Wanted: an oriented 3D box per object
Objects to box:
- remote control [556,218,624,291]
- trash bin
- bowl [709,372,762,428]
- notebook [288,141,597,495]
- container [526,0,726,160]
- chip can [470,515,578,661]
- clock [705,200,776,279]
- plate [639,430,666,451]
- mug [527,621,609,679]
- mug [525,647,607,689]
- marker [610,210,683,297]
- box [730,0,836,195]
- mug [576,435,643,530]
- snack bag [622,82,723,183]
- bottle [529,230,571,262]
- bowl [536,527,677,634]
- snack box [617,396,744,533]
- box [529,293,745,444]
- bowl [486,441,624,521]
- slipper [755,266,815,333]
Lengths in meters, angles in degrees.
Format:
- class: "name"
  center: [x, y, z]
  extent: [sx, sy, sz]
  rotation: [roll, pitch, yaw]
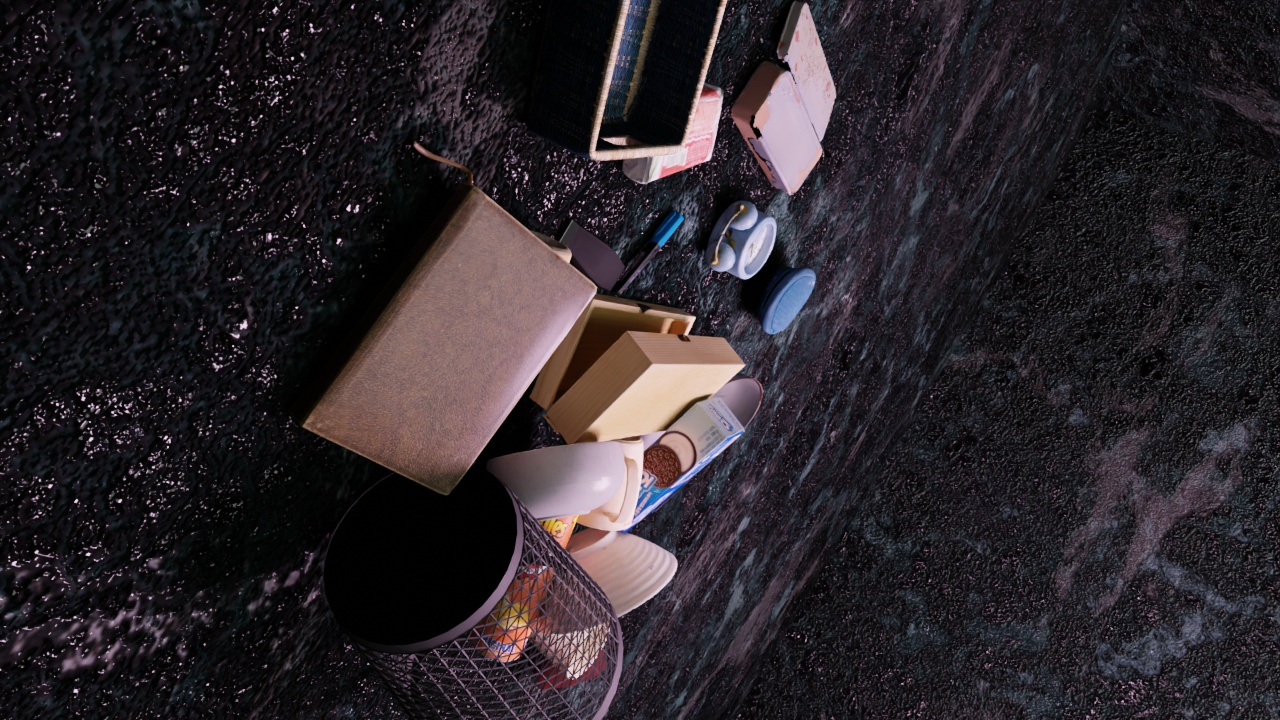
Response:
- class: "remote control"
  center: [-0.046, -0.100, 0.882]
  extent: [0.039, 0.010, 0.124]
  rotation: [-60, 155, -3]
- class: "trash bin"
  center: [-0.148, 0.221, 0.811]
  extent: [0.216, 0.217, 0.243]
  rotation: [-50, 146, -24]
- class: "bowl"
  center: [0.086, 0.063, 1.225]
  extent: [0.150, 0.056, 0.151]
  rotation: [-25, 145, -20]
- class: "notebook"
  center: [-0.153, -0.022, 0.683]
  extent: [0.215, 0.034, 0.190]
  rotation: [-53, 133, -3]
- class: "container"
  center: [-0.005, -0.260, 0.720]
  extent: [0.145, 0.071, 0.188]
  rotation: [-22, 135, -53]
- class: "chip can"
  center: [-0.125, 0.227, 1.013]
  extent: [0.062, 0.062, 0.210]
  rotation: [-4, 119, -61]
- class: "clock"
  center: [0.118, -0.145, 1.097]
  extent: [0.124, 0.052, 0.089]
  rotation: [6, 113, -63]
- class: "plate"
  center: [0.041, 0.126, 1.190]
  extent: [0.172, 0.019, 0.173]
  rotation: [-24, 146, -17]
- class: "mug"
  center: [-0.088, 0.313, 1.130]
  extent: [0.121, 0.097, 0.081]
  rotation: [-50, 153, -22]
- class: "mug"
  center: [-0.108, 0.397, 1.224]
  extent: [0.088, 0.087, 0.114]
  rotation: [-26, 169, -24]
- class: "marker"
  center: [0.007, -0.112, 0.959]
  extent: [0.122, 0.018, 0.015]
  rotation: [-53, 121, -23]
- class: "box"
  center: [0.178, -0.302, 1.076]
  extent: [0.154, 0.058, 0.216]
  rotation: [-59, 155, -1]
- class: "mug"
  center: [-0.033, 0.135, 1.043]
  extent: [0.085, 0.111, 0.104]
  rotation: [9, 100, -26]
- class: "snack bag"
  center: [0.032, -0.219, 0.876]
  extent: [0.115, 0.036, 0.077]
  rotation: [-31, 141, -47]
- class: "bottle"
  center: [-0.112, -0.029, 0.779]
  extent: [0.056, 0.056, 0.162]
  rotation: [-3, 119, -61]
- class: "bowl"
  center: [-0.052, 0.236, 1.056]
  extent: [0.176, 0.178, 0.071]
  rotation: [-31, 101, -47]
- class: "snack box"
  center: [0.024, 0.133, 1.102]
  extent: [0.227, 0.059, 0.059]
  rotation: [-45, 165, 28]
- class: "box"
  center: [-0.009, 0.006, 0.998]
  extent: [0.141, 0.122, 0.248]
  rotation: [-41, 161, 21]
- class: "bowl"
  center: [-0.080, 0.121, 0.895]
  extent: [0.131, 0.132, 0.064]
  rotation: [10, 69, -64]
- class: "slipper"
  center: [0.200, -0.086, 1.310]
  extent: [0.104, 0.059, 0.213]
  rotation: [-53, 169, 1]
